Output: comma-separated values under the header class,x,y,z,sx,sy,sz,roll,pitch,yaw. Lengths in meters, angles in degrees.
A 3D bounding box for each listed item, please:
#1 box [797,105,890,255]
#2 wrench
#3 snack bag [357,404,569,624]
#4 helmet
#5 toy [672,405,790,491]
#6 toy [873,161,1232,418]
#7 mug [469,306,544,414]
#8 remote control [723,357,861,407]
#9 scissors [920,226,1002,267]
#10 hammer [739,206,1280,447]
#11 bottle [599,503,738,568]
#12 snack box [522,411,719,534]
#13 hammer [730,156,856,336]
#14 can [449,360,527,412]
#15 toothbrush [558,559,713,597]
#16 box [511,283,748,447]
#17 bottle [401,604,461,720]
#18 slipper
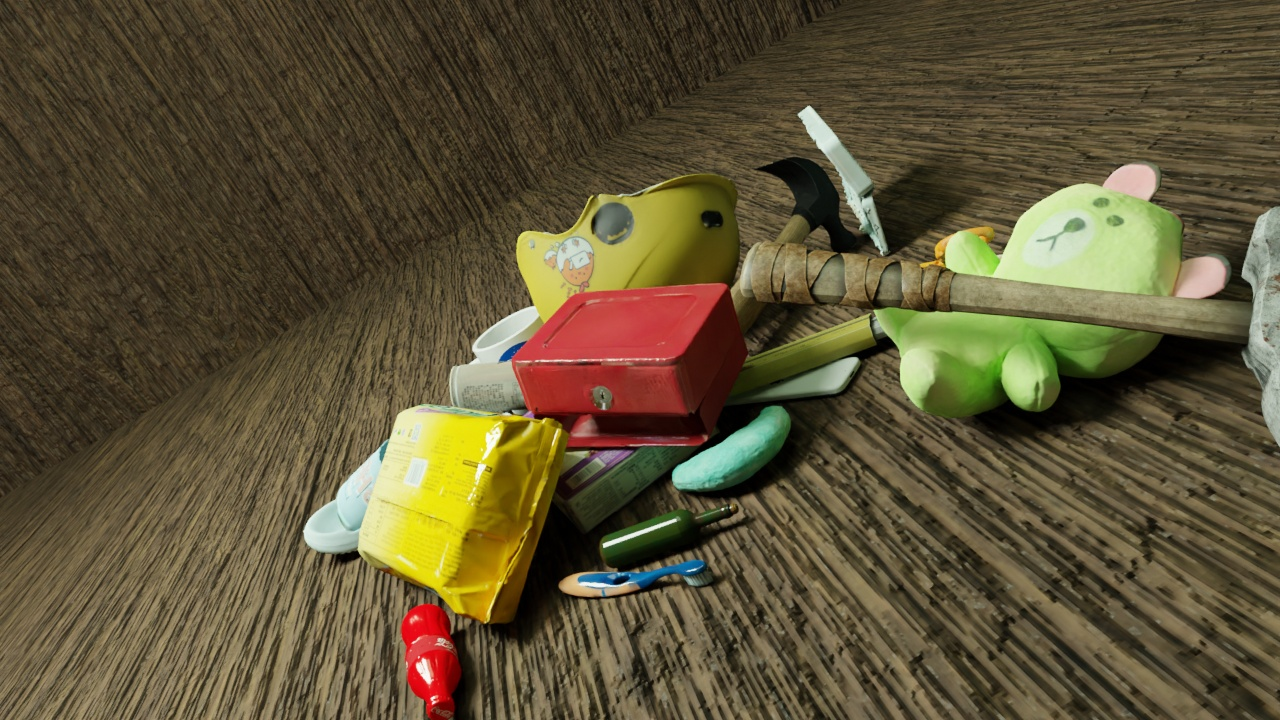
class,x,y,z,sx,sy,sz,roll,pitch,yaw
box,0.218,-0.197,0.971,0.041,0.134,0.196,-33,18,17
wrench,0.175,-0.021,0.760,0.274,0.018,0.083,-20,16,16
snack bag,-0.153,0.112,0.746,0.248,0.068,0.159,0,68,54
helmet,0.005,-0.076,0.941,0.240,0.139,0.209,-22,-18,20
toy,0.073,0.069,0.694,0.105,0.033,0.085,-33,9,-5
toy,0.255,-0.034,0.588,0.197,0.107,0.150,-17,42,10
mug,-0.143,0.007,1.050,0.121,0.090,0.091,-30,20,1
remote control,0.116,0.020,0.779,0.147,0.008,0.045,-10,28,44
scissors,0.236,-0.070,0.698,0.128,0.011,0.126,1,-18,-19
hammer,0.207,-0.035,0.521,0.319,0.049,0.121,10,71,29
bottle,0.020,0.121,0.647,0.106,0.025,0.025,-23,21,19
snack box,-0.031,0.062,0.794,0.143,0.040,0.148,-35,32,-14
hammer,0.113,-0.081,0.885,0.040,0.132,0.304,-9,35,48
can,-0.131,0.026,0.981,0.136,0.054,0.054,-5,24,6
toothbrush,-0.006,0.151,0.631,0.135,0.017,0.021,-17,20,38
box,-0.006,0.000,0.744,0.158,0.093,0.129,-5,32,30
bottle,-0.145,0.212,0.642,0.036,0.036,0.119,-33,20,-8
slipper,-0.241,0.114,0.956,0.245,0.074,0.104,-29,19,-1
